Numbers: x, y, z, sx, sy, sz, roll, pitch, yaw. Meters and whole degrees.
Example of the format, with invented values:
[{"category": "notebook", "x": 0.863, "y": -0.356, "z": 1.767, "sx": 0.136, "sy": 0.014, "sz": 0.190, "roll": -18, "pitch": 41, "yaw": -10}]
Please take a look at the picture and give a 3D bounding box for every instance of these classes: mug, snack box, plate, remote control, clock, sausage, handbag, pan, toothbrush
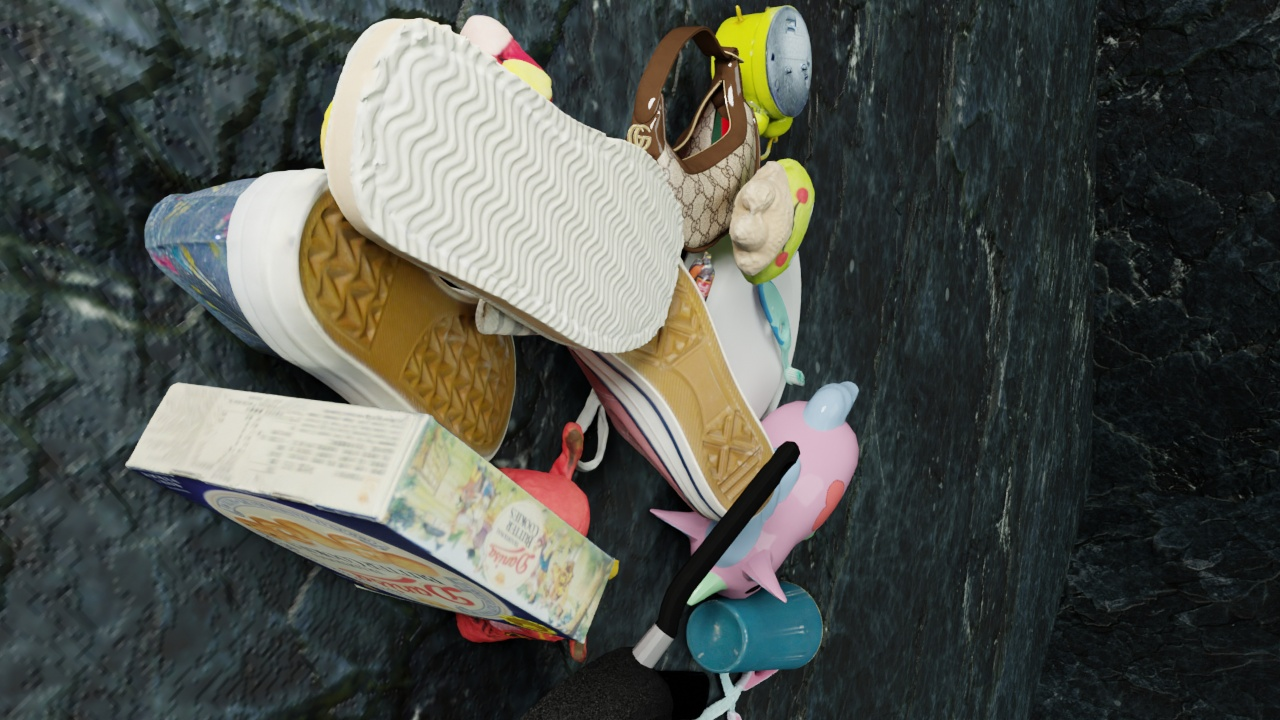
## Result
[{"category": "mug", "x": 0.096, "y": 0.234, "z": 0.796, "sx": 0.121, "sy": 0.078, "sz": 0.078, "roll": 14, "pitch": 85, "yaw": -52}, {"category": "snack box", "x": -0.106, "y": 0.065, "z": 0.382, "sx": 0.145, "sy": 0.145, "sz": 0.042, "roll": 51, "pitch": 51, "yaw": -48}, {"category": "plate", "x": 0.086, "y": -0.016, "z": 0.758, "sx": 0.241, "sy": 0.016, "sz": 0.243, "roll": -27, "pitch": 123, "yaw": -51}, {"category": "remote control", "x": 0.017, "y": 0.267, "z": 0.726, "sx": 0.151, "sy": 0.020, "sz": 0.041, "roll": 29, "pitch": 73, "yaw": -56}, {"category": "clock", "x": 0.096, "y": -0.216, "z": 0.714, "sx": 0.083, "sy": 0.057, "sz": 0.119, "roll": -23, "pitch": 114, "yaw": -54}, {"category": "sausage", "x": 0.025, "y": -0.005, "z": 0.642, "sx": 0.020, "sy": 0.020, "sz": 0.155, "roll": -24, "pitch": 137, "yaw": -53}, {"category": "handbag", "x": 0.036, "y": -0.152, "z": 0.620, "sx": 0.166, "sy": 0.063, "sz": 0.138, "roll": -41, "pitch": 139, "yaw": -50}, {"category": "pan", "x": -0.009, "y": 0.195, "z": 0.522, "sx": 0.355, "sy": 0.044, "sz": 0.204, "roll": -50, "pitch": 155, "yaw": -6}, {"category": "toothbrush", "x": 0.120, "y": -0.021, "z": 0.775, "sx": 0.022, "sy": 0.017, "sz": 0.135, "roll": -52, "pitch": 141, "yaw": -24}]

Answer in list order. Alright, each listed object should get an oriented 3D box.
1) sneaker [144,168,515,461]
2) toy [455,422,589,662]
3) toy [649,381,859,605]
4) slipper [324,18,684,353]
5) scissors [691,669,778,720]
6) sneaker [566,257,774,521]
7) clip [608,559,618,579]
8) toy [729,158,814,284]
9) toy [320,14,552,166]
[{"category": "sneaker", "x": -0.123, "y": -0.007, "z": 0.410, "sx": 0.235, "sy": 0.079, "sz": 0.087, "roll": 57, "pitch": 39, "yaw": -68}, {"category": "toy", "x": -0.048, "y": 0.102, "z": 0.525, "sx": 0.088, "sy": 0.094, "sz": 0.132, "roll": 56, "pitch": 51, "yaw": -44}, {"category": "toy", "x": 0.112, "y": 0.101, "z": 0.745, "sx": 0.222, "sy": 0.120, "sz": 0.171, "roll": -58, "pitch": 159, "yaw": -3}, {"category": "slipper", "x": -0.047, "y": -0.066, "z": 0.415, "sx": 0.272, "sy": 0.054, "sz": 0.114, "roll": 14, "pitch": 84, "yaw": -67}, {"category": "scissors", "x": 0.091, "y": 0.329, "z": 0.858, "sx": 0.170, "sy": 0.014, "sz": 0.168, "roll": -5, "pitch": 100, "yaw": -57}, {"category": "sneaker", "x": -0.003, "y": 0.003, "z": 0.584, "sx": 0.118, "sy": 0.088, "sz": 0.241, "roll": -42, "pitch": 109, "yaw": -30}, {"category": "clip", "x": -0.039, "y": 0.145, "z": 0.608, "sx": 0.054, "sy": 0.045, "sz": 0.048, "roll": 28, "pitch": 48, "yaw": -57}, {"category": "toy", "x": 0.090, "y": -0.098, "z": 0.638, "sx": 0.117, "sy": 0.043, "sz": 0.092, "roll": -1, "pitch": 112, "yaw": -69}, {"category": "toy", "x": -0.092, "y": -0.102, "z": 0.449, "sx": 0.137, "sy": 0.067, "sz": 0.106, "roll": -50, "pitch": 133, "yaw": -30}]
